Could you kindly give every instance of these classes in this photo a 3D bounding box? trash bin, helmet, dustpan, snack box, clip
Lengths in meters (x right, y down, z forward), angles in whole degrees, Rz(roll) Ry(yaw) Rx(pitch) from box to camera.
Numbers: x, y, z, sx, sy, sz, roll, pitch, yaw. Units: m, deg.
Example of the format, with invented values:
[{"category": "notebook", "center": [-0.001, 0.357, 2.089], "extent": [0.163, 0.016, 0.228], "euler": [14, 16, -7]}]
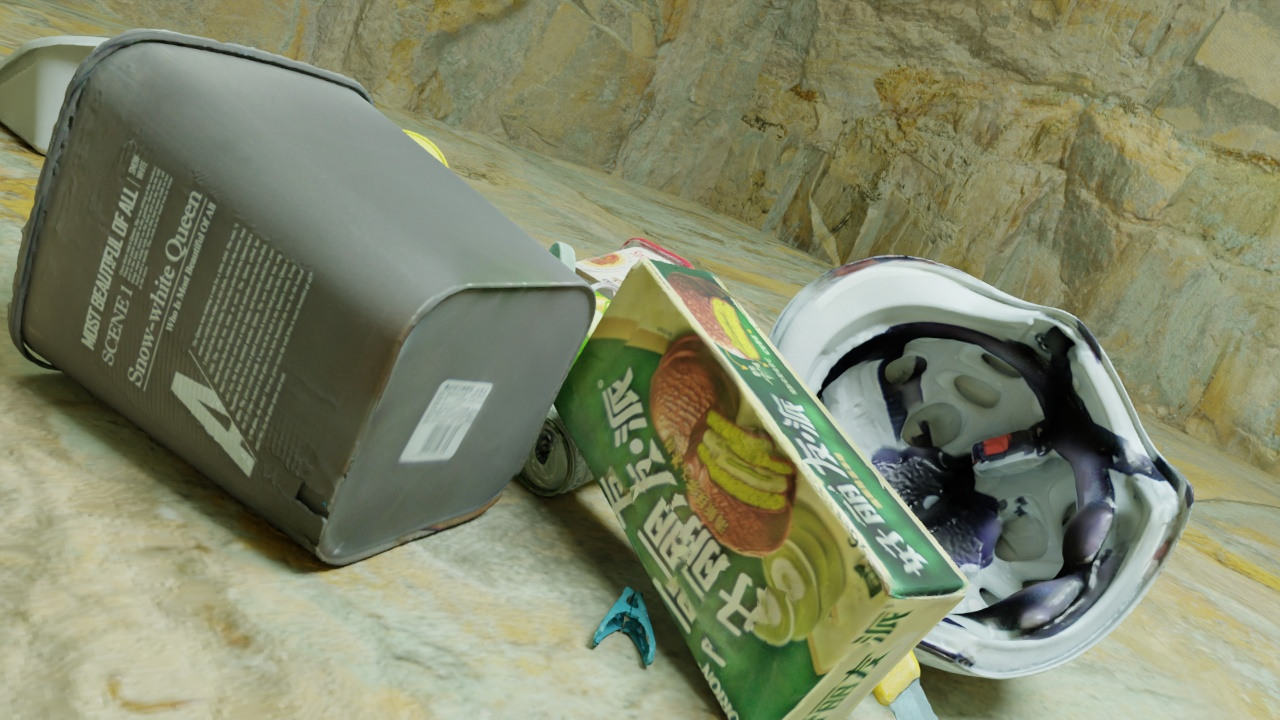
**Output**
[{"category": "trash bin", "center": [-0.167, -0.028, 0.485], "extent": [0.220, 0.199, 0.198], "euler": [35, 20, 22]}, {"category": "helmet", "center": [0.185, 0.072, 0.587], "extent": [0.258, 0.228, 0.146], "euler": [51, -14, 22]}, {"category": "dustpan", "center": [-0.536, -0.279, 0.950], "extent": [0.222, 0.143, 0.258], "euler": [5, 23, -48]}, {"category": "snack box", "center": [0.046, 0.061, 0.476], "extent": [0.063, 0.115, 0.240], "euler": [7, 36, -40]}, {"category": "clip", "center": [-0.007, 0.132, 0.463], "extent": [0.034, 0.013, 0.055], "euler": [23, 16, 1]}]

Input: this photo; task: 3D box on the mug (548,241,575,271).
[{"category": "mug", "center": [-0.085, -0.047, 0.800], "extent": [0.082, 0.112, 0.106], "euler": [21, 16, -22]}]

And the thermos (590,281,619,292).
[{"category": "thermos", "center": [0.025, -0.012, 0.890], "extent": [0.198, 0.087, 0.067], "euler": [17, -10, -21]}]

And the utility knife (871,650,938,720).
[{"category": "utility knife", "center": [0.110, 0.128, 0.460], "extent": [0.033, 0.015, 0.218], "euler": [-18, 56, -5]}]

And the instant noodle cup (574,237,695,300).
[{"category": "instant noodle cup", "center": [-0.017, -0.062, 0.983], "extent": [0.124, 0.117, 0.116], "euler": [-13, 35, -44]}]

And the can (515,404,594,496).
[{"category": "can", "center": [-0.021, 0.042, 0.621], "extent": [0.058, 0.058, 0.146], "euler": [30, 29, 28]}]

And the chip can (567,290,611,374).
[{"category": "chip can", "center": [-0.004, 0.004, 0.724], "extent": [0.221, 0.073, 0.072], "euler": [31, 12, -12]}]

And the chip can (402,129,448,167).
[{"category": "chip can", "center": [-0.214, -0.119, 0.768], "extent": [0.071, 0.071, 0.211], "euler": [17, -16, -19]}]
